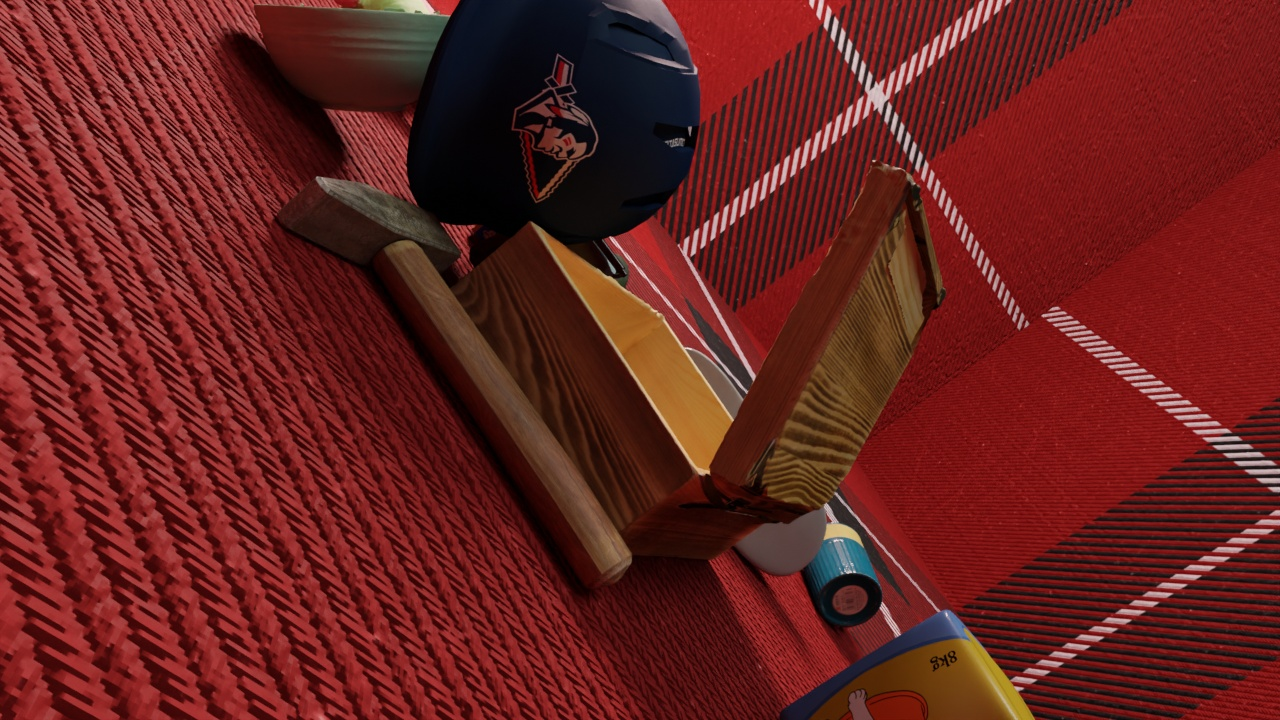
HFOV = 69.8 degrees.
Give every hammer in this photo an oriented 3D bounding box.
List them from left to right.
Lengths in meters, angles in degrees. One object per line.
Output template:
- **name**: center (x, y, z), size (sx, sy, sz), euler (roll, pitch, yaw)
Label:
- **hammer**: center (-0.102, 0.014, 0.578), size (0.300, 0.037, 0.157), euler (54, 10, 12)

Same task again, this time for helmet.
- **helmet**: center (-0.069, -0.195, 0.708), size (0.223, 0.233, 0.271), euler (35, 27, 21)

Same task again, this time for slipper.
- **slipper**: center (0.091, 0.103, 0.967), size (0.266, 0.113, 0.081), euler (51, -9, -6)

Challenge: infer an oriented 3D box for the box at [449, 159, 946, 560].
- **box**: center (0.092, -0.001, 0.713), size (0.284, 0.324, 0.279), euler (58, 10, 22)

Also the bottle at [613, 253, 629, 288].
- **bottle**: center (-0.047, -0.093, 1.149), size (0.055, 0.055, 0.174), euler (50, 14, -12)

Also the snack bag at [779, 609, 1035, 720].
- **snack bag**: center (0.206, 0.298, 0.613), size (0.102, 0.159, 0.205), euler (45, 14, -36)

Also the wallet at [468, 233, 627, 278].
- **wallet**: center (-0.082, -0.088, 0.822), size (0.091, 0.115, 0.018), euler (54, -23, 10)

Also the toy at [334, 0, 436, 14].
- **toy**: center (-0.248, -0.330, 0.980), size (0.192, 0.097, 0.236), euler (61, 4, 7)

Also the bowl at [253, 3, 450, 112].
- **bowl**: center (-0.220, -0.238, 0.721), size (0.150, 0.151, 0.077), euler (-99, -168, -69)

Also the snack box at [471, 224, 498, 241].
- **snack box**: center (-0.064, -0.179, 0.928), size (0.069, 0.203, 0.155), euler (49, 8, -10)

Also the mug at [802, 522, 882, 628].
- **mug**: center (0.248, 0.275, 1.128), size (0.107, 0.083, 0.114), euler (-100, 178, -68)
